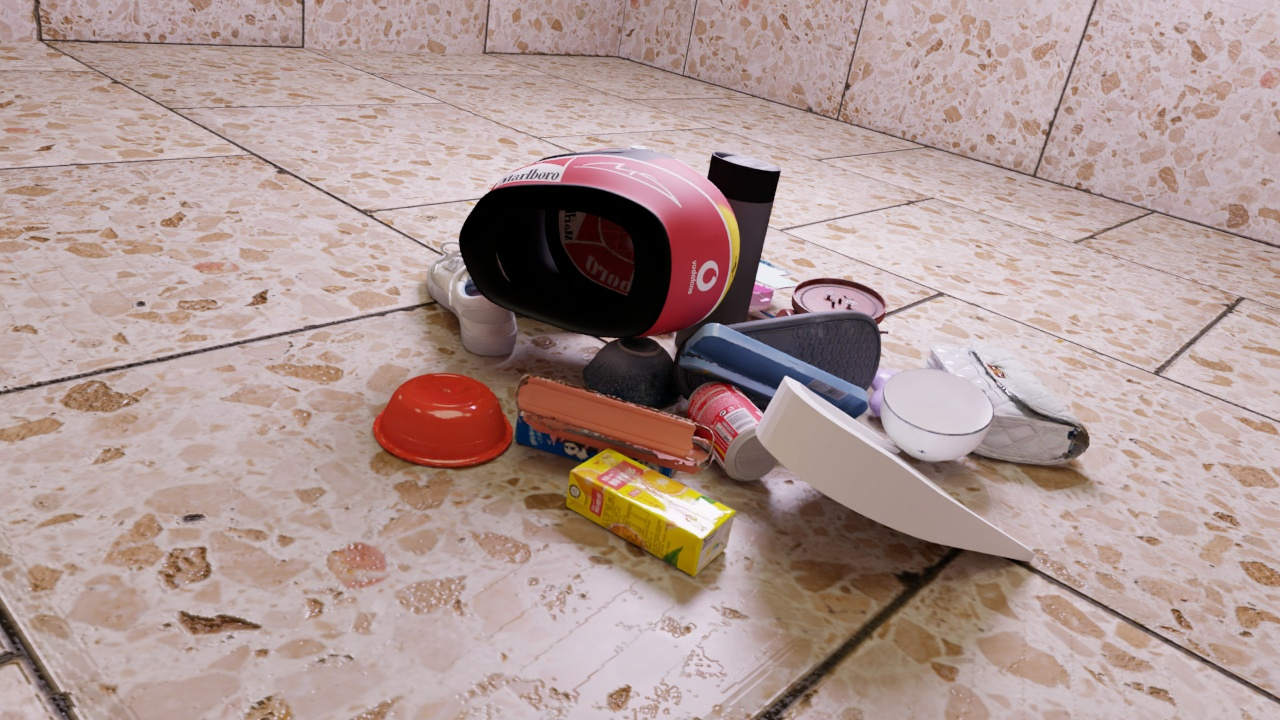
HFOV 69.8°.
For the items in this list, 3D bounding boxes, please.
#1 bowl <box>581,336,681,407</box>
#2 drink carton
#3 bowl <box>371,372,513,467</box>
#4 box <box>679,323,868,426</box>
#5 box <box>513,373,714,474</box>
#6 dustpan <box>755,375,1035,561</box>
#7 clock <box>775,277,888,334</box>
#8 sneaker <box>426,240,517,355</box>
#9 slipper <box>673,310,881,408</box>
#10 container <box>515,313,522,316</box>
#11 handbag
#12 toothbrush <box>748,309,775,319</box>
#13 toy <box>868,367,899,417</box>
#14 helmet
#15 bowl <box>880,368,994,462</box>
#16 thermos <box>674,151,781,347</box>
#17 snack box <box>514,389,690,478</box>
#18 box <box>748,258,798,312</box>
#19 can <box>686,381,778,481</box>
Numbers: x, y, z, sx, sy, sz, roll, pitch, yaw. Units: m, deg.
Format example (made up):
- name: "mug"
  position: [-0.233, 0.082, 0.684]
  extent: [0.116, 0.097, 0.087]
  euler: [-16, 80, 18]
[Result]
- name: "bowl"
  position: [-0.006, 0.006, 1.006]
  extent: [0.110, 0.055, 0.110]
  euler: [8, 26, -4]
- name: "drink carton"
  position: [0.006, 0.124, 0.773]
  extent: [0.135, 0.043, 0.058]
  euler: [24, 29, 28]
- name: "bowl"
  position: [-0.182, 0.047, 0.861]
  extent: [0.130, 0.045, 0.130]
  euler: [8, 25, -4]
- name: "box"
  position: [0.138, 0.033, 0.952]
  extent: [0.210, 0.068, 0.058]
  euler: [24, 54, -17]
- name: "box"
  position: [-0.023, 0.064, 0.830]
  extent: [0.188, 0.056, 0.064]
  euler: [18, -12, 10]
- name: "dustpan"
  position: [0.222, 0.087, 0.821]
  extent: [0.257, 0.053, 0.191]
  euler: [17, 17, -36]
- name: "clock"
  position: [0.237, -0.043, 1.165]
  extent: [0.157, 0.072, 0.120]
  euler: [-26, 42, -37]
- name: "sneaker"
  position: [-0.200, -0.097, 1.109]
  extent: [0.089, 0.091, 0.242]
  euler: [-3, 27, -23]
- name: "slipper"
  position: [0.150, 0.004, 1.040]
  extent: [0.267, 0.110, 0.083]
  euler: [-6, 3, -23]
- name: "container"
  position: [-0.115, -0.144, 1.199]
  extent: [0.112, 0.114, 0.198]
  euler: [-8, 24, -3]
- name: "handbag"
  position: [0.416, 0.042, 1.068]
  extent: [0.139, 0.073, 0.194]
  euler: [8, 25, -8]
- name: "toothbrush"
  position: [0.198, -0.056, 1.260]
  extent: [0.189, 0.017, 0.016]
  euler: [21, 28, 20]
- name: "toy"
  position: [0.301, 0.046, 1.062]
  extent: [0.080, 0.037, 0.099]
  euler: [24, 32, 7]
- name: "helmet"
  position: [-0.027, -0.132, 0.999]
  extent: [0.271, 0.198, 0.224]
  euler: [13, 24, 13]
- name: "bowl"
  position: [0.309, 0.065, 0.972]
  extent: [0.113, 0.063, 0.113]
  euler: [2, 36, -1]
- name: "thermos"
  position: [0.103, -0.124, 1.102]
  extent: [0.082, 0.241, 0.082]
  euler: [8, 25, -4]
- name: "snack box"
  position: [-0.034, 0.068, 0.888]
  extent: [0.154, 0.033, 0.087]
  euler: [15, 25, 11]
- name: "box"
  position: [0.118, -0.124, 1.327]
  extent: [0.159, 0.035, 0.230]
  euler: [-12, 27, -33]
- name: "can"
  position: [0.090, 0.067, 0.899]
  extent: [0.064, 0.064, 0.104]
  euler: [-2, 27, -24]
